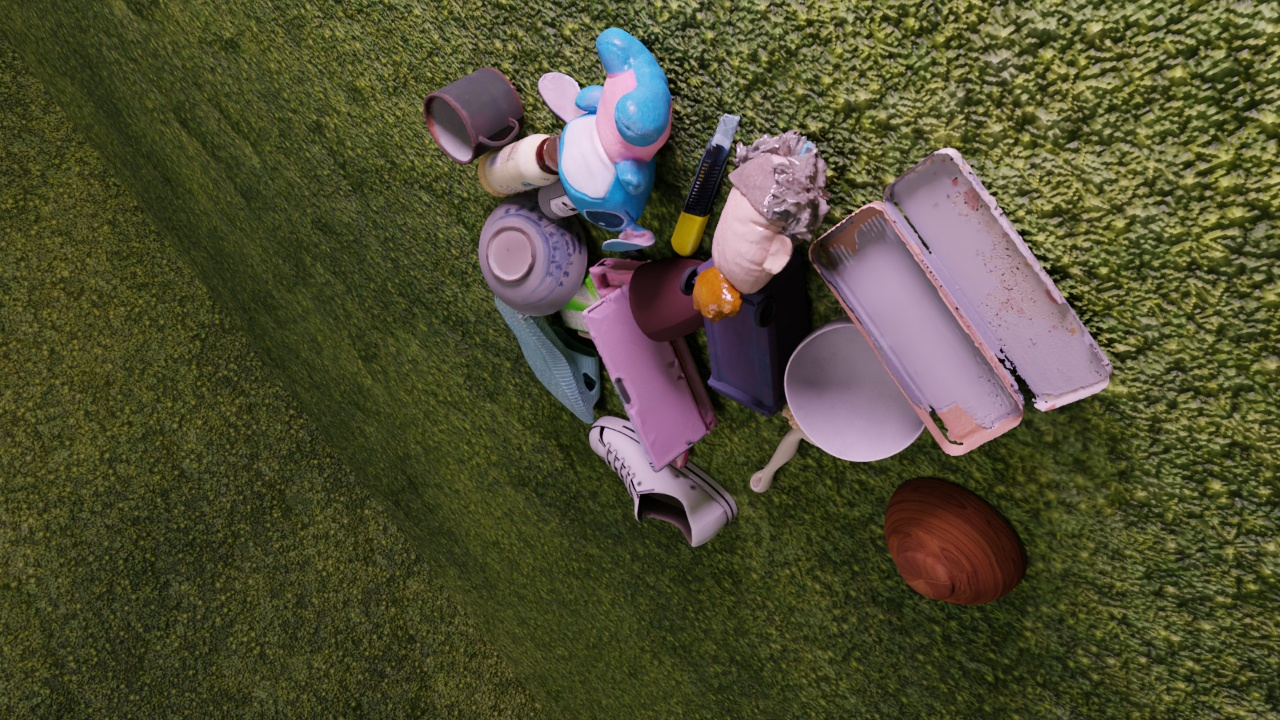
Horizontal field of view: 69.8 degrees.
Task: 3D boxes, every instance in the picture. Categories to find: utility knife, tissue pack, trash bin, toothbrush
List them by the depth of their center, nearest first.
[{"bbox_3d":[0.063,-0.166,0.881,0.029,0.020,0.198,41,151,12],"label":"utility knife"},{"bbox_3d":[0.111,-0.029,0.899,0.094,0.092,0.161,27,145,35],"label":"trash bin"},{"bbox_3d":[0.045,-0.069,1.025,0.188,0.014,0.017,45,143,8],"label":"toothbrush"},{"bbox_3d":[-0.073,-0.077,1.155,0.114,0.034,0.099,16,137,46],"label":"tissue pack"}]

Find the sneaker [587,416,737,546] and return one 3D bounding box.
[{"bbox_3d":[0.008,0.175,1.270,0.245,0.097,0.091,34,147,25],"label":"sneaker"}]

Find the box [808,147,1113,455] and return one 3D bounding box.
[{"bbox_3d":[0.246,-0.042,0.723,0.216,0.063,0.158,55,140,2],"label":"box"}]

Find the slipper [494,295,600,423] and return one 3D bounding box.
[{"bbox_3d":[-0.116,-0.015,1.252,0.116,0.069,0.276,33,161,34],"label":"slipper"}]

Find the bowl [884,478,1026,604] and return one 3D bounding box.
[{"bbox_3d":[0.301,0.197,0.922,0.147,0.068,0.147,34,147,26],"label":"bowl"}]

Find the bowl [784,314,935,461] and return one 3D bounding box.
[{"bbox_3d":[0.204,0.020,0.837,0.132,0.064,0.132,11,114,27],"label":"bowl"}]

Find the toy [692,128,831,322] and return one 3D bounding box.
[{"bbox_3d":[0.102,-0.107,0.781,0.076,0.132,0.176,21,116,-21],"label":"toy"}]

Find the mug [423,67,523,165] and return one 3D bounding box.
[{"bbox_3d":[-0.175,-0.270,1.024,0.111,0.081,0.085,33,147,28],"label":"mug"}]

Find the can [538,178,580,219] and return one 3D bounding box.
[{"bbox_3d":[-0.071,-0.186,1.017,0.107,0.043,0.044,-3,122,55],"label":"can"}]

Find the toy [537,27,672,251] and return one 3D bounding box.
[{"bbox_3d":[-0.028,-0.218,0.877,0.192,0.098,0.224,117,137,-57],"label":"toy"}]

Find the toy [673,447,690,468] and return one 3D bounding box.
[{"bbox_3d":[0.034,0.093,1.195,0.065,0.050,0.103,36,143,32],"label":"toy"}]

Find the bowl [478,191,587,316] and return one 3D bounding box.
[{"bbox_3d":[-0.141,-0.127,1.088,0.151,0.056,0.151,3,96,26],"label":"bowl"}]

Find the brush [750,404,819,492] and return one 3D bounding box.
[{"bbox_3d":[0.167,0.096,1.009,0.077,0.061,0.273,31,153,2],"label":"brush"}]

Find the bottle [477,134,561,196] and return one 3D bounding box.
[{"bbox_3d":[-0.127,-0.220,1.030,0.162,0.056,0.056,5,128,57],"label":"bottle"}]

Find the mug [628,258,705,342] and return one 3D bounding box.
[{"bbox_3d":[0.057,-0.063,0.965,0.089,0.087,0.114,-11,148,38],"label":"mug"}]

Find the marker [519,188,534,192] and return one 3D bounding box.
[{"bbox_3d":[-0.130,-0.198,1.115,0.132,0.014,0.014,45,150,10],"label":"marker"}]

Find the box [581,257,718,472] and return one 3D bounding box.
[{"bbox_3d":[-0.007,0.008,1.053,0.099,0.114,0.233,14,136,46],"label":"box"}]
